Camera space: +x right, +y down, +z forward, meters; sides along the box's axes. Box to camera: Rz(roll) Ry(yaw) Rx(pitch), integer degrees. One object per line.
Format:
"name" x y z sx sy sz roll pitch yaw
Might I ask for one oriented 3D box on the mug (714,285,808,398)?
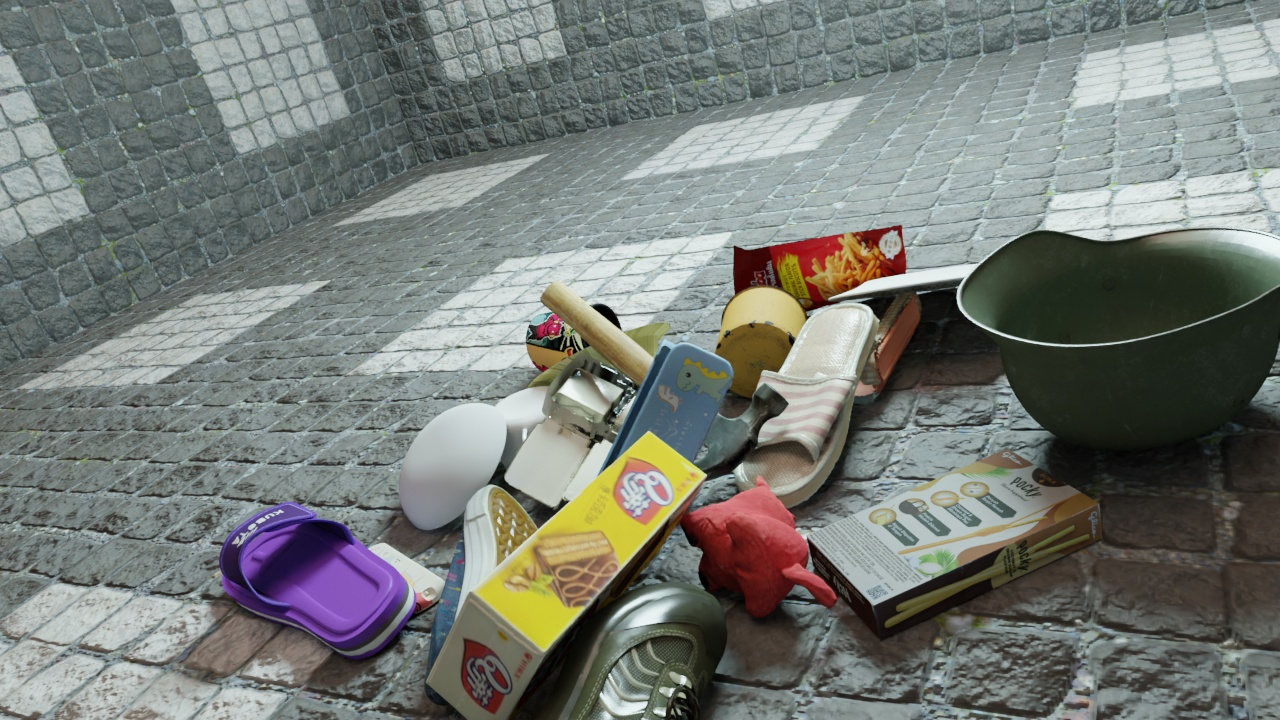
"mug" 0.128 -0.011 1.029 0.124 0.100 0.093 -52 8 30

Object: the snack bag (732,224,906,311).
"snack bag" 0.218 -0.107 1.139 0.208 0.139 0.066 -9 49 2

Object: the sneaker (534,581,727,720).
"sneaker" 0.013 0.225 0.550 0.143 0.101 0.237 4 31 37

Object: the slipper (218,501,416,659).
"slipper" -0.319 0.186 0.853 0.267 0.084 0.107 8 47 43

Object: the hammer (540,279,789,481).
"hammer" -0.006 0.005 0.933 0.132 0.033 0.330 -50 50 0

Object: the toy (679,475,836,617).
"toy" 0.104 0.139 0.702 0.093 0.088 0.133 -25 25 -28

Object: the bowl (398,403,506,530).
"bowl" -0.209 0.101 0.965 0.150 0.043 0.149 -30 38 26

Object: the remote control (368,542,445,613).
"remote control" -0.228 0.204 0.865 0.038 0.018 0.126 -33 30 -34

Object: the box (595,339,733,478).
"box" 0.008 0.085 0.832 0.085 0.073 0.208 24 79 10

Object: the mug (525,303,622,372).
"mug" -0.075 -0.026 1.214 0.098 0.082 0.117 -7 -9 38

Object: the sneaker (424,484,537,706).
"sneaker" -0.131 0.195 0.767 0.079 0.087 0.235 -39 22 12

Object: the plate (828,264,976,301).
"plate" 0.334 -0.091 1.034 0.242 0.016 0.242 -7 0 0

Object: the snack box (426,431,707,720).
"snack box" -0.046 0.152 0.660 0.062 0.110 0.229 36 36 12

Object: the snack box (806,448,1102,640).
"snack box" 0.234 0.133 0.694 0.186 0.032 0.101 -21 23 -10

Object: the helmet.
"helmet" 0.410 -0.016 0.756 0.267 0.154 0.227 -27 26 -12

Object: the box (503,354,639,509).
"box" -0.042 0.079 0.934 0.144 0.058 0.187 27 44 10

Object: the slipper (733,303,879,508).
"slipper" 0.162 0.028 0.883 0.115 0.052 0.262 -6 40 39

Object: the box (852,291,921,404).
"box" 0.263 -0.019 0.997 0.071 0.056 0.186 -39 3 40

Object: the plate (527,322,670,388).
"plate" -0.041 0.014 1.084 0.184 0.036 0.184 -24 -9 -4

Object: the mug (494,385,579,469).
"mug" -0.117 0.080 1.006 0.094 0.068 0.115 -15 23 4
